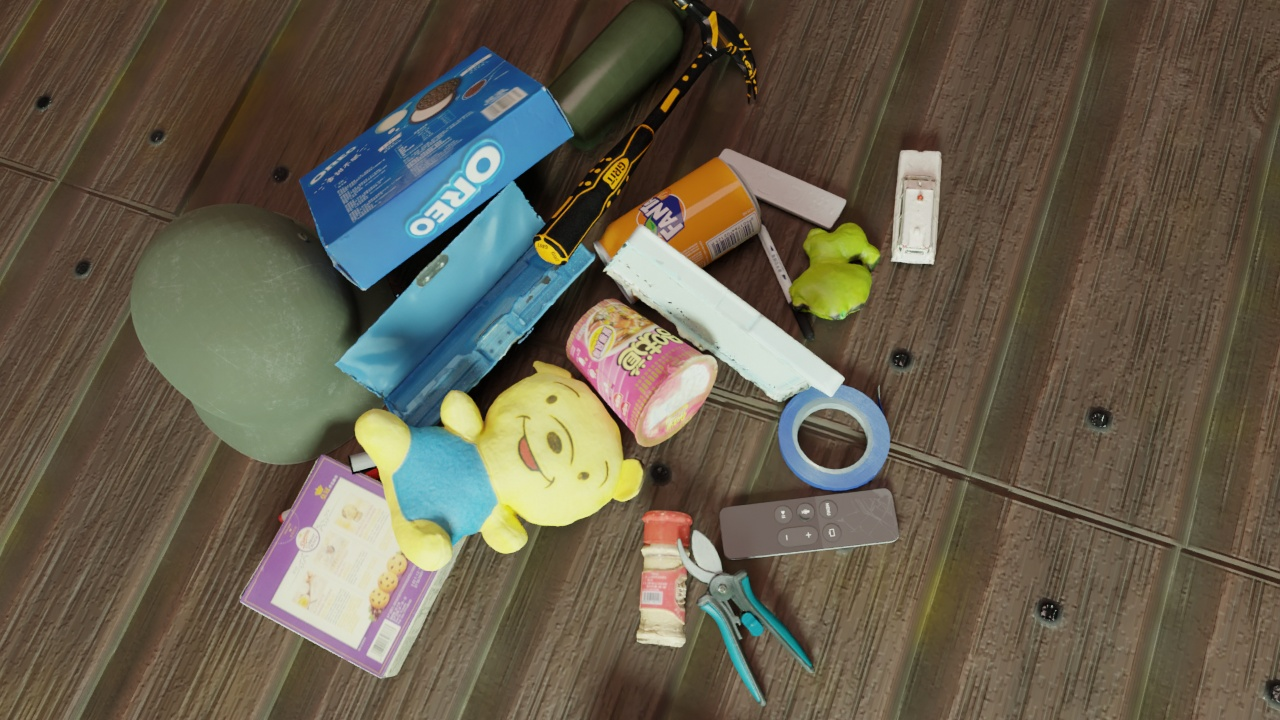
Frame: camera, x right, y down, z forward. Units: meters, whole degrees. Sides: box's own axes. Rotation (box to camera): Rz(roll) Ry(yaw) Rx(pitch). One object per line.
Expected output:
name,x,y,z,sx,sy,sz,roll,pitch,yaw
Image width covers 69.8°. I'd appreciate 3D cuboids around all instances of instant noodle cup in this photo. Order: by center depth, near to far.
instant noodle cup,-0.005,0.005,0.803,0.097,0.098,0.108,-46,63,-7

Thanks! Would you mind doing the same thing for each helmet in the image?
helmet,-0.365,-0.048,0.843,0.227,0.154,0.268,-39,70,-4

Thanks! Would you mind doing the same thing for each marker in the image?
marker,-0.189,0.074,0.820,0.140,0.016,0.016,-14,69,-20
marker,0.128,-0.084,0.847,0.011,0.011,0.152,-21,70,2
marker,-0.270,0.117,0.850,0.142,0.013,0.012,-25,70,1

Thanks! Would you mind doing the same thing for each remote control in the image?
remote control,0.141,0.138,0.775,0.147,0.008,0.045,-8,71,7
remote control,0.129,-0.162,0.871,0.131,0.012,0.033,28,77,17

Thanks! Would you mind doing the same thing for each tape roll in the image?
tape roll,0.166,0.066,0.789,0.093,0.016,0.091,-4,72,8

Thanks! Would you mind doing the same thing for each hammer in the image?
hammer,0.006,-0.206,0.841,0.123,0.036,0.319,42,66,-18

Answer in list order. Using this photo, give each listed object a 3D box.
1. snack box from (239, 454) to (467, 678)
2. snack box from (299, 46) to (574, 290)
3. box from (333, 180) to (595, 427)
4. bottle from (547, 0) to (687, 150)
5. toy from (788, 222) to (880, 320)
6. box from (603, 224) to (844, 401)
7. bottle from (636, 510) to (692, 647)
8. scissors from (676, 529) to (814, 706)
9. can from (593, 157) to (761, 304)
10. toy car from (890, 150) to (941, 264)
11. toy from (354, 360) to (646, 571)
snack box,-0.247,0.178,0.802,0.148,0.040,0.143,25,78,9
snack box,-0.201,-0.190,0.866,0.239,0.056,0.195,-38,38,-3
box,-0.162,-0.050,0.826,0.231,0.102,0.094,-47,29,-6
bottle,-0.009,-0.304,0.910,0.071,0.071,0.206,39,82,18
toy,0.174,-0.079,0.826,0.094,0.036,0.093,-14,66,-5
box,0.065,-0.036,0.744,0.197,0.136,0.049,37,77,-5
bottle,0.020,0.181,0.764,0.044,0.044,0.109,1,73,10
scissors,0.084,0.209,0.743,0.153,0.019,0.128,13,85,3
can,0.035,-0.117,0.837,0.142,0.079,0.079,-32,70,-2
toy car,0.251,-0.143,0.830,0.039,0.039,0.113,6,73,12
toy,-0.117,0.085,0.778,0.213,0.084,0.149,-19,87,-20
